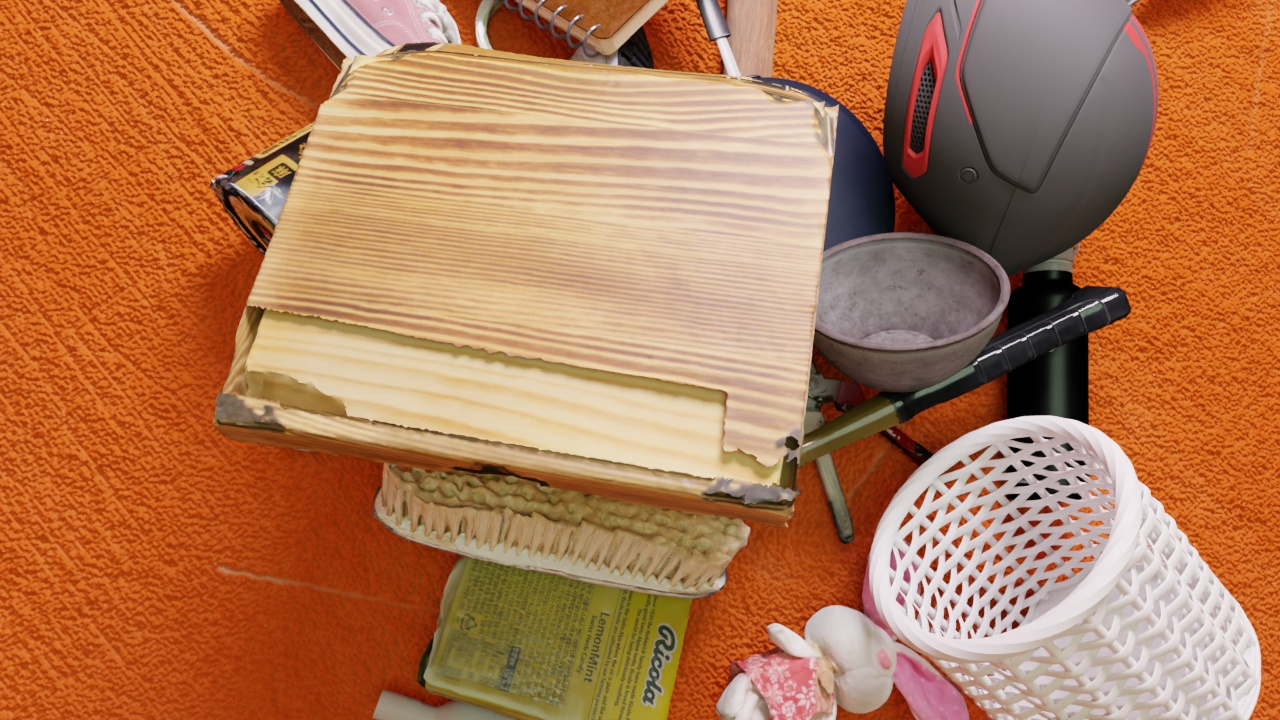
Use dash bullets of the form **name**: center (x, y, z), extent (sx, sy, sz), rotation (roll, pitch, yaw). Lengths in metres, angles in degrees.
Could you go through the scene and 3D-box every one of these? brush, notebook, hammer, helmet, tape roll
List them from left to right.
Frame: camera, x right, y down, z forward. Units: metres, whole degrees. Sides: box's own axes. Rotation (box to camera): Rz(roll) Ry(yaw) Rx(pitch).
- **tape roll**: center (-0.087, -0.267, 0.750), extent (0.094, 0.018, 0.093), rotation (1, 84, -7)
- **brush**: center (-0.057, 0.116, 0.673), extent (0.271, 0.083, 0.057), rotation (14, 120, -7)
- **notebook**: center (-0.053, -0.334, 0.711), extent (0.225, 0.024, 0.167), rotation (38, 79, 26)
- **hammer**: center (0.100, -0.279, 0.765), extent (0.158, 0.037, 0.300), rotation (6, 83, -7)
- **hammer**: center (0.210, 0.024, 0.685), extent (0.333, 0.118, 0.025), rotation (-25, 99, -3)
- **helmet**: center (0.281, -0.174, 0.673), extent (0.170, 0.265, 0.163), rotation (20, 44, 26)

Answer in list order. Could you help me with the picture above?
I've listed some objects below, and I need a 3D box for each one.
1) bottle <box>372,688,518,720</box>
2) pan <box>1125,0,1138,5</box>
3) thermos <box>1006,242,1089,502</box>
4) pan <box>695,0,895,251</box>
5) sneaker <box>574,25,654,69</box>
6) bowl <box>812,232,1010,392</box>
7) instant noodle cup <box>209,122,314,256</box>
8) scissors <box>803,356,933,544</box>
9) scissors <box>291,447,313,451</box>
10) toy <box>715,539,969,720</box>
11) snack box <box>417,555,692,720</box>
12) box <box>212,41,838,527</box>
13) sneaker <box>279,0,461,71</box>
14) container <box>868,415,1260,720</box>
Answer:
- **bottle**: center (-0.098, 0.281, 0.670), extent (0.195, 0.052, 0.052), rotation (20, 81, -5)
- **pan**: center (0.407, -0.308, 0.798), extent (0.356, 0.055, 0.187), rotation (-31, 88, -9)
- **thermos**: center (0.333, -0.001, 0.752), extent (0.061, 0.061, 0.231), rotation (4, 83, -7)
- **pan**: center (0.082, -0.199, 0.715), extent (0.198, 0.021, 0.356), rotation (-19, 88, -15)
- **sneaker**: center (-0.060, -0.167, 0.705), extent (0.124, 0.089, 0.239), rotation (-5, 64, 18)
- **bowl**: center (0.185, -0.027, 0.659), extent (0.145, 0.145, 0.067), rotation (-19, 127, -9)
- **instant noodle cup**: center (-0.219, -0.112, 0.665), extent (0.137, 0.137, 0.112), rotation (43, 70, -1)
- **scissors**: center (0.162, 0.056, 0.747), extent (0.195, 0.015, 0.179), rotation (14, 82, -5)
- **scissors**: center (-0.206, 0.052, 0.702), extent (0.157, 0.012, 0.168), rotation (6, 84, -6)
- **toy**: center (0.145, 0.231, 0.690), extent (0.194, 0.084, 0.159), rotation (-13, 83, -15)
- **snack box**: center (-0.061, 0.206, 0.674), extent (0.181, 0.045, 0.121), rotation (17, 62, -4)
- **box**: center (-0.043, -0.052, 0.508), extent (0.279, 0.263, 0.270), rotation (9, 104, 7)
- **sneaker**: center (-0.177, -0.237, 0.690), extent (0.087, 0.118, 0.241), rotation (-42, 76, -11)
- **container**: center (0.292, 0.168, 0.640), extent (0.187, 0.189, 0.189), rotation (43, 80, -22)
